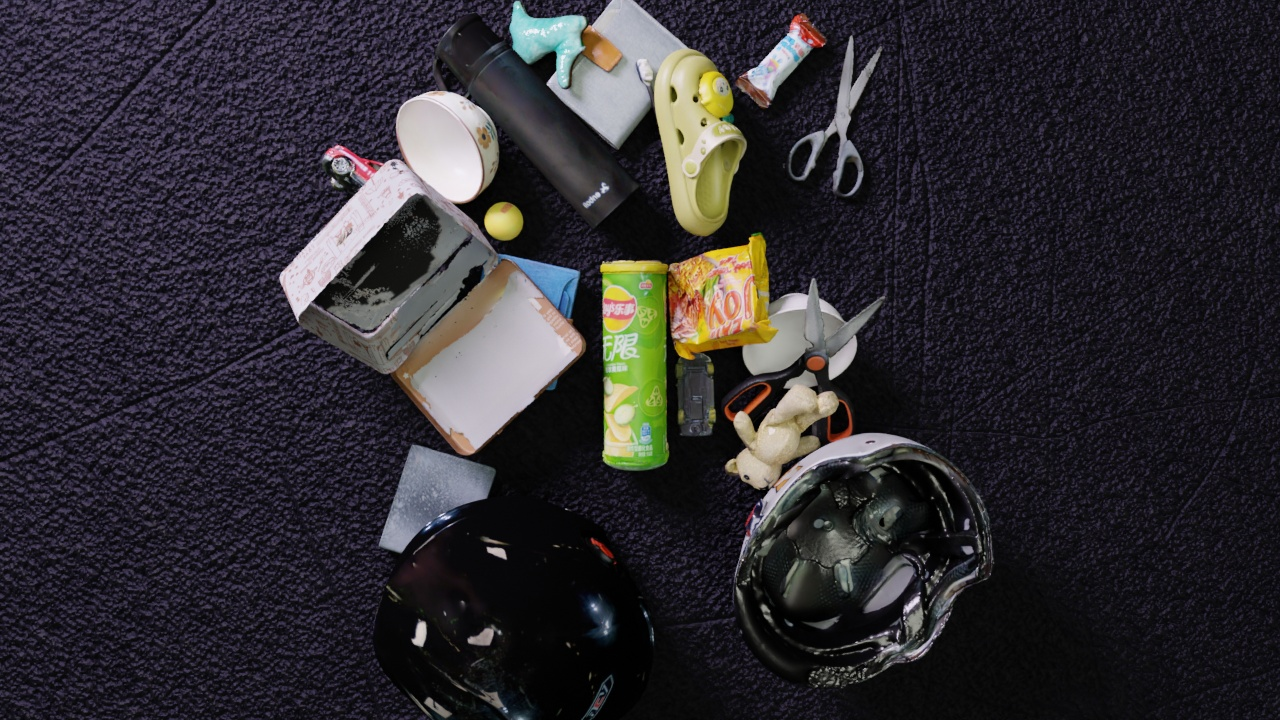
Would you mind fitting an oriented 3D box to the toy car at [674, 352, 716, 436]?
[{"bbox_3d":[0.058,0.037,0.998,0.042,0.035,0.090,-1,89,-6],"label":"toy car"}]

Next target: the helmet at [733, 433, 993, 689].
[{"bbox_3d":[0.216,0.191,0.963,0.230,0.156,0.274,38,101,-9],"label":"helmet"}]

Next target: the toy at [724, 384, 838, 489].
[{"bbox_3d":[0.150,0.081,0.964,0.105,0.066,0.158,11,137,-21],"label":"toy"}]

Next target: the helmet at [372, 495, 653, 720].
[{"bbox_3d":[-0.126,0.261,0.902,0.275,0.230,0.233,31,93,17],"label":"helmet"}]

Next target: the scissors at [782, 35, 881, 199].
[{"bbox_3d":[0.220,-0.259,1.002,0.163,0.014,0.166,-29,94,-4],"label":"scissors"}]

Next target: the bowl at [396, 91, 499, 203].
[{"bbox_3d":[-0.187,-0.224,0.934,0.113,0.114,0.062,47,50,-6],"label":"bowl"}]

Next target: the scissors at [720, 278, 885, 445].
[{"bbox_3d":[0.180,0.014,0.963,0.221,0.021,0.225,-28,123,26],"label":"scissors"}]

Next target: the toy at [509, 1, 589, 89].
[{"bbox_3d":[-0.094,-0.327,0.947,0.092,0.030,0.096,1,93,24],"label":"toy"}]

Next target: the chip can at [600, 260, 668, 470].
[{"bbox_3d":[-0.006,0.006,0.972,0.072,0.072,0.221,-1,95,-5],"label":"chip can"}]

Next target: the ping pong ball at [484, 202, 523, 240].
[{"bbox_3d":[-0.144,-0.146,0.965,0.040,0.040,0.040,0,94,-5],"label":"ping pong ball"}]

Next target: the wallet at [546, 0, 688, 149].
[{"bbox_3d":[-0.024,-0.306,0.965,0.106,0.037,0.129,39,90,-7],"label":"wallet"}]

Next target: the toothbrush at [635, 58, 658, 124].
[{"bbox_3d":[0.030,-0.229,0.969,0.015,0.018,0.181,-24,109,-13],"label":"toothbrush"}]

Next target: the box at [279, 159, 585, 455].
[{"bbox_3d":[-0.206,-0.050,0.925,0.179,0.130,0.272,-44,111,6],"label":"box"}]

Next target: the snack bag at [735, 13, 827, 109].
[{"bbox_3d":[0.151,-0.320,0.982,0.045,0.026,0.105,42,92,-9],"label":"snack bag"}]

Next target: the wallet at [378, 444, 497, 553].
[{"bbox_3d":[-0.219,0.160,0.996,0.097,0.019,0.121,18,91,-8],"label":"wallet"}]

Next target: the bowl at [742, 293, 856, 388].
[{"bbox_3d":[0.166,-0.032,0.979,0.118,0.064,0.118,1,135,1],"label":"bowl"}]

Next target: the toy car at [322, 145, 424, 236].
[{"bbox_3d":[-0.272,-0.177,0.948,0.120,0.053,0.045,36,69,-13],"label":"toy car"}]

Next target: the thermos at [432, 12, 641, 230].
[{"bbox_3d":[-0.113,-0.241,0.955,0.242,0.068,0.090,46,122,-4],"label":"thermos"}]

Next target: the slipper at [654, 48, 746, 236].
[{"bbox_3d":[0.074,-0.225,0.946,0.091,0.082,0.190,-19,107,-48],"label":"slipper"}]

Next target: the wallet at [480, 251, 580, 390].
[{"bbox_3d":[-0.127,-0.041,0.978,0.106,0.040,0.133,13,93,-1],"label":"wallet"}]

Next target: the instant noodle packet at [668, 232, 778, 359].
[{"bbox_3d":[0.082,-0.064,0.945,0.044,0.129,0.110,3,78,-44],"label":"instant noodle packet"}]
